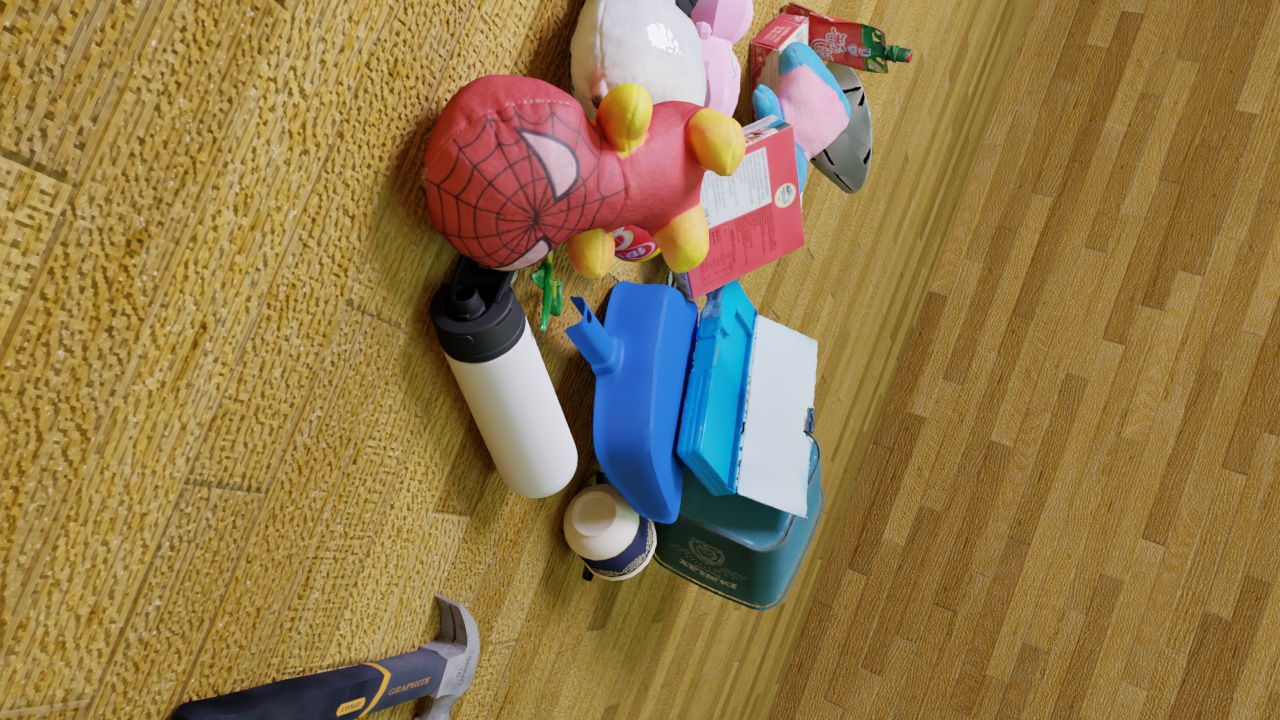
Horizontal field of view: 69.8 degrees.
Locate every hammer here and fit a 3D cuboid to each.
[{"bbox_3d":[-0.218,0.253,0.680,0.312,0.035,0.139,20,88,-67],"label":"hammer"}]

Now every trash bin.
[{"bbox_3d":[0.118,0.166,1.109,0.198,0.197,0.219,-62,165,-20],"label":"trash bin"}]

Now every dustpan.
[{"bbox_3d":[-0.005,0.005,0.856,0.258,0.059,0.245,58,36,-66],"label":"dustpan"}]

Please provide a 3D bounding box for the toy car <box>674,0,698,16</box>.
[{"bbox_3d":[0.036,-0.328,0.779,0.091,0.036,0.042,-69,157,-3],"label":"toy car"}]

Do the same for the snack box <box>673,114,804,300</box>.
[{"bbox_3d":[0.093,-0.154,0.928,0.144,0.040,0.143,-27,130,-14],"label":"snack box"}]

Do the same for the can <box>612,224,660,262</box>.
[{"bbox_3d":[-0.024,-0.127,0.766,0.124,0.067,0.066,19,90,-67],"label":"can"}]

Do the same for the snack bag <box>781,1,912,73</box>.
[{"bbox_3d":[0.234,-0.363,1.041,0.044,0.155,0.087,-63,157,-10],"label":"snack bag"}]

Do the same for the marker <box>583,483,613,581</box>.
[{"bbox_3d":[-0.043,0.197,1.048,0.018,0.015,0.123,-9,118,-65],"label":"marker"}]

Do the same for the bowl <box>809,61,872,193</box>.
[{"bbox_3d":[0.238,-0.300,1.204,0.174,0.068,0.174,166,-89,-83],"label":"bowl"}]

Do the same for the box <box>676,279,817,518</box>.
[{"bbox_3d":[0.114,0.038,1.001,0.175,0.060,0.242,34,49,-28],"label":"box"}]

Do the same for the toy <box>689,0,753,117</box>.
[{"bbox_3d":[0.059,-0.271,0.822,0.123,0.067,0.157,-38,141,-77],"label":"toy"}]

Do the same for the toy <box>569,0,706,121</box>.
[{"bbox_3d":[-0.002,-0.244,0.697,0.138,0.101,0.179,34,53,-67],"label":"toy"}]

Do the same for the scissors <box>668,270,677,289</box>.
[{"bbox_3d":[0.023,-0.039,1.012,0.083,0.016,0.135,-26,130,-57],"label":"scissors"}]

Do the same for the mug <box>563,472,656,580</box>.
[{"bbox_3d":[-0.037,0.164,0.967,0.089,0.086,0.111,62,16,-57],"label":"mug"}]

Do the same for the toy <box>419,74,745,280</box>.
[{"bbox_3d":[-0.042,-0.123,0.612,0.216,0.098,0.148,-2,126,-28],"label":"toy"}]

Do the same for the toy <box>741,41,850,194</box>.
[{"bbox_3d":[0.159,-0.234,1.018,0.191,0.099,0.224,-55,146,6],"label":"toy"}]

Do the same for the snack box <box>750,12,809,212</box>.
[{"bbox_3d":[0.165,-0.273,1.106,0.076,0.044,0.273,-49,149,-30],"label":"snack box"}]

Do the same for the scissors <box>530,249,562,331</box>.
[{"bbox_3d":[-0.073,-0.072,0.701,0.131,0.012,0.108,-53,137,-86],"label":"scissors"}]

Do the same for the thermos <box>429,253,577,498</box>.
[{"bbox_3d":[-0.098,0.010,0.720,0.230,0.068,0.101,77,26,-50],"label":"thermos"}]
